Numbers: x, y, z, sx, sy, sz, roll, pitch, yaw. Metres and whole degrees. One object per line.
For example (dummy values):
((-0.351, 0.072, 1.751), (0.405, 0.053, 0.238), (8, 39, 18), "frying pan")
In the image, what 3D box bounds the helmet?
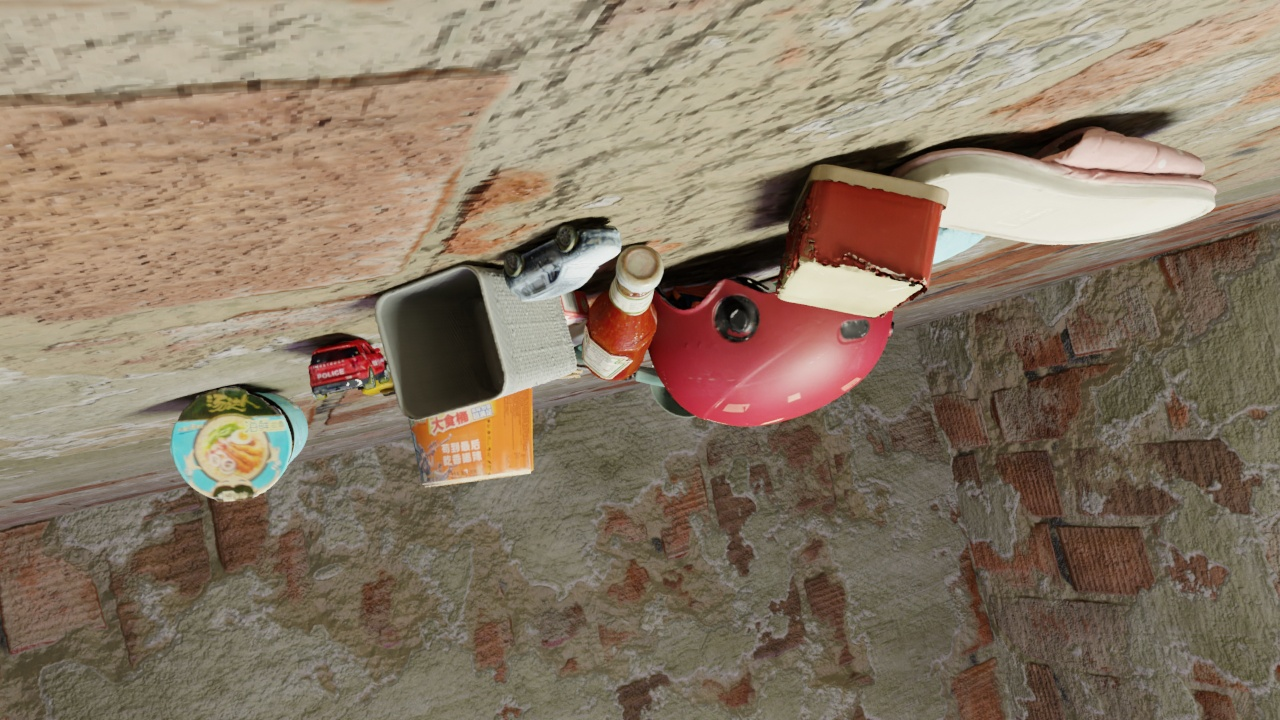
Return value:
((0.121, -0.010, 0.849), (0.240, 0.144, 0.206), (0, -176, 34), "helmet")

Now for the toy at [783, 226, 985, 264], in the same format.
((0.209, -0.101, 0.786), (0.161, 0.050, 0.156), (-7, -176, -16), "toy")

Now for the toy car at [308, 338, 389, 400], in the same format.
((-0.246, 0.006, 0.775), (0.053, 0.045, 0.120), (-11, -178, -7), "toy car")

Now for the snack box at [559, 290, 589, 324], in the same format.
((-0.128, -0.030, 0.799), (0.156, 0.027, 0.077), (-15, 176, 16), "snack box")

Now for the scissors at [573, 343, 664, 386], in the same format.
((-0.002, 0.007, 0.980), (0.173, 0.019, 0.170), (6, -169, -20), "scissors")

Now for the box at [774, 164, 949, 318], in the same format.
((0.140, -0.067, 0.624), (0.091, 0.079, 0.168), (12, 177, 5), "box")

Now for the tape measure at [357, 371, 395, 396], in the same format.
((-0.283, 0.025, 1.023), (0.060, 0.029, 0.057), (-14, 175, -4), "tape measure")

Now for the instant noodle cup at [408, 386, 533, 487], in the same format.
((-0.184, 0.076, 1.006), (0.151, 0.111, 0.151), (-8, 174, -1), "instant noodle cup")

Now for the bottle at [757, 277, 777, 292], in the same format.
((0.183, -0.069, 1.033), (0.197, 0.068, 0.068), (-18, 174, 24), "bottle")

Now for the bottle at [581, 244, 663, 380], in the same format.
((-0.013, -0.038, 0.753), (0.059, 0.059, 0.206), (-13, 164, -12), "bottle")

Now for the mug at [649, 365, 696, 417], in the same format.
((0.059, -0.003, 1.066), (0.084, 0.124, 0.103), (-27, 178, 26), "mug")

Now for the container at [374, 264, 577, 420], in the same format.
((-0.110, -0.015, 0.653), (0.090, 0.090, 0.114), (-15, 179, 25), "container")

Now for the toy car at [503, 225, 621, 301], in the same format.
((-0.050, -0.062, 0.584), (0.042, 0.034, 0.091), (-5, 169, -45), "toy car")

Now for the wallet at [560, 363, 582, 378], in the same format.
((-0.133, 0.011, 1.115), (0.115, 0.024, 0.087), (0, -171, -16), "wallet")

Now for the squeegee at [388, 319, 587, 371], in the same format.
((-0.106, -0.016, 0.987), (0.247, 0.039, 0.245), (-17, 175, 34), "squeegee")

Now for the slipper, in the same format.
((0.294, -0.127, 0.654), (0.274, 0.054, 0.114), (1, 167, -22), "slipper")

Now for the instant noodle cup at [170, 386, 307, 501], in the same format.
((-0.393, 0.078, 0.926), (0.111, 0.111, 0.120), (-13, -177, -4), "instant noodle cup")
